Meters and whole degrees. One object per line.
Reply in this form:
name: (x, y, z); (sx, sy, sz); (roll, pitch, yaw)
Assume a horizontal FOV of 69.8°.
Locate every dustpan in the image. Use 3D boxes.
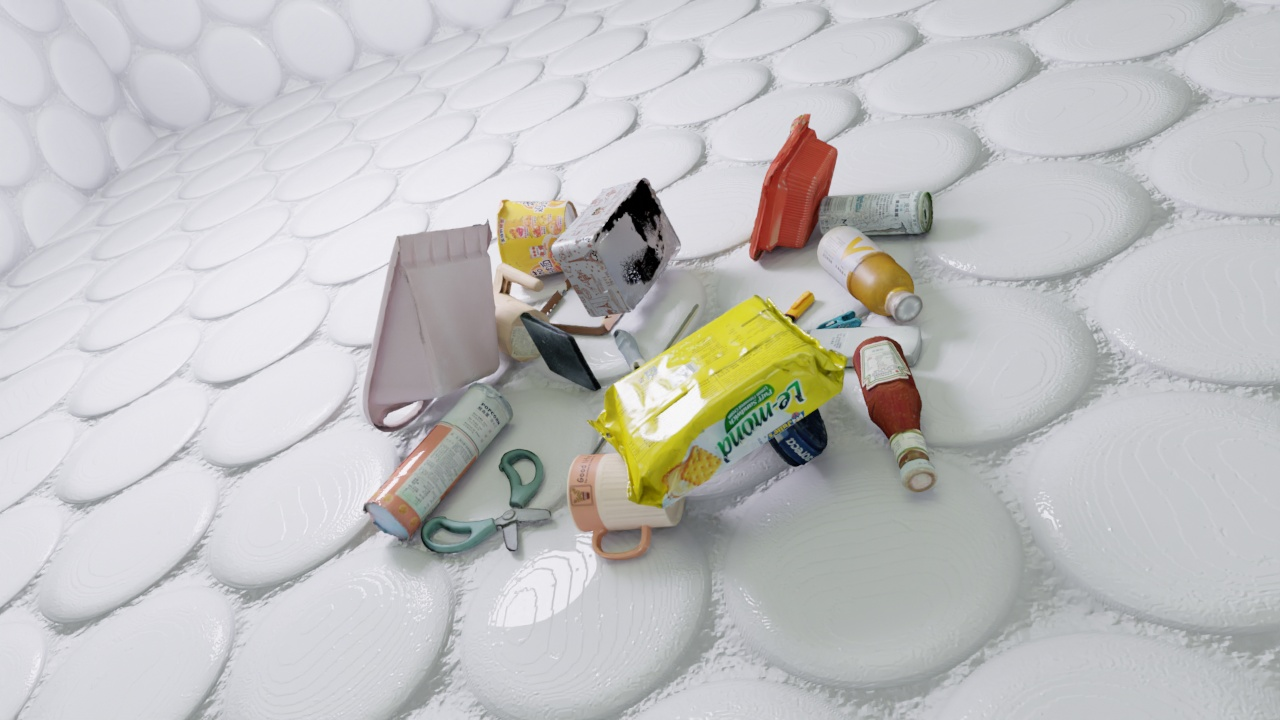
dustpan: (-0.294, -0.042, 1.217); (0.139, 0.273, 0.222); (-4, 8, 22)

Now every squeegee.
squeegee: (-0.007, 0.007, 1.171); (0.247, 0.039, 0.246); (-56, 16, 11)

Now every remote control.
remote control: (0.262, -0.016, 1.086); (0.135, 0.019, 0.056); (-2, 40, 28)

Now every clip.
clip: (0.245, -0.044, 1.138); (0.057, 0.015, 0.049); (-20, 37, 5)

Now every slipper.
slipper: (0.138, 0.037, 1.027); (0.095, 0.105, 0.252); (-37, 30, 15)

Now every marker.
marker: (0.184, -0.049, 1.178); (0.123, 0.015, 0.018); (-44, 35, -24)

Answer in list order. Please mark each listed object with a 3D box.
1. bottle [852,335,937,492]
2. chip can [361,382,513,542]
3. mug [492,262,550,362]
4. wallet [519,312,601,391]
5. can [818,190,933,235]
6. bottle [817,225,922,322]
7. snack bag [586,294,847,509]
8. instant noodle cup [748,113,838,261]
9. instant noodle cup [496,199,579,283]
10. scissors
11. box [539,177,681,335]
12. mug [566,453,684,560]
bottle: (0.267, 0.054, 0.957); (0.060, 0.060, 0.205); (-15, 36, 11)
chip can: (-0.249, 0.124, 1.146); (0.071, 0.071, 0.214); (7, 45, 36)
mug: (-0.184, -0.069, 1.330); (0.084, 0.125, 0.104); (5, 15, -43)
wallet: (-0.107, -0.011, 1.222); (0.019, 0.097, 0.121); (-43, 39, -20)
can: (0.323, -0.201, 1.264); (0.147, 0.058, 0.058); (3, 42, 32)
bottle: (0.288, -0.107, 1.150); (0.068, 0.068, 0.189); (-25, 35, -3)
snack bag: (0.069, 0.033, 0.928); (0.246, 0.068, 0.158); (-34, 34, 0)
instant noodle cup: (0.220, -0.239, 1.305); (0.079, 0.165, 0.188); (21, 51, 16)
instant noodle cup: (-0.158, -0.197, 1.474); (0.110, 0.138, 0.137); (-5, 38, 11)
scissors: (-0.173, 0.166, 1.095); (0.170, 0.019, 0.178); (-9, 36, 21)
box: (-0.069, -0.148, 1.344); (0.194, 0.157, 0.182); (-4, 36, 37)
mug: (-0.015, 0.154, 0.977); (0.106, 0.081, 0.114); (-6, 65, 21)
